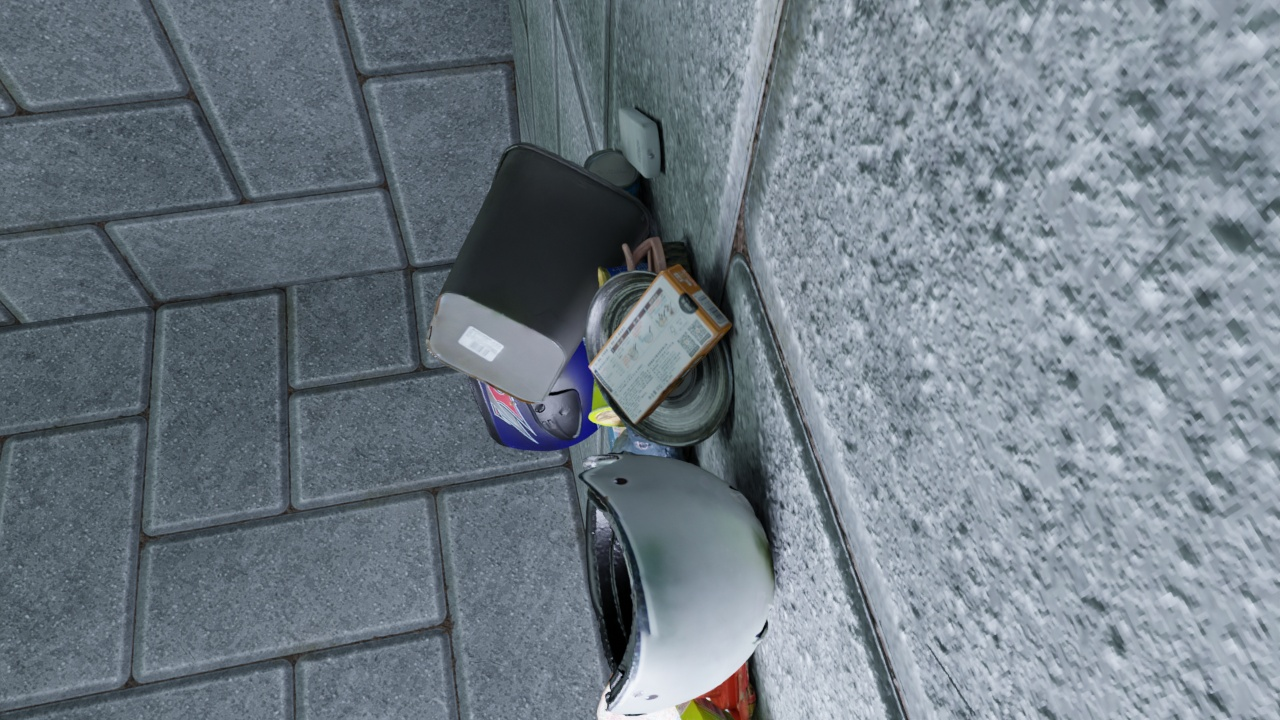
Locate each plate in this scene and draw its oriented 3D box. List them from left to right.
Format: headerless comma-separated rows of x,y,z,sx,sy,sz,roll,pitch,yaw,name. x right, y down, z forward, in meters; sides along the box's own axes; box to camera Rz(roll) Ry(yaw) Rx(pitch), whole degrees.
0.018,-0.002,0.877,0.180,0.024,0.180,18,120,35,plate

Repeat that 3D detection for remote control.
-0.001,-0.244,1.015,0.150,0.021,0.058,-117,20,-65,remote control

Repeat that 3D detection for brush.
0.018,-0.051,0.921,0.063,0.073,0.146,-116,19,-70,brush

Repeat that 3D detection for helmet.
-0.157,0.000,1.526,0.247,0.240,0.316,-108,2,-52,helmet
0.032,0.186,0.804,0.274,0.157,0.230,104,159,-76,helmet

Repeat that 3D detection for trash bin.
-0.128,-0.092,1.064,0.219,0.198,0.200,-66,5,-33,trash bin

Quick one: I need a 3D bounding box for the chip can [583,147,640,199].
-0.037,-0.166,1.166,0.211,0.071,0.071,94,164,-55,chip can

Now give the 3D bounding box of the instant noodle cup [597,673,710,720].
0.018,0.459,1.247,0.111,0.151,0.151,-98,-1,-85,instant noodle cup

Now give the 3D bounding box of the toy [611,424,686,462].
0.014,0.155,1.094,0.137,0.091,0.357,-110,9,-48,toy

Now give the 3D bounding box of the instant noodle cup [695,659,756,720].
0.060,0.275,0.975,0.164,0.079,0.189,-154,59,-75,instant noodle cup

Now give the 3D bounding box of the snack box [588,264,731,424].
0.014,-0.012,0.840,0.075,0.026,0.154,51,134,11,snack box

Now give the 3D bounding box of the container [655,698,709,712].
0.048,0.374,1.132,0.111,0.090,0.090,103,157,-62,container

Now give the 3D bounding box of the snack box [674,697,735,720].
0.088,0.388,0.917,0.026,0.086,0.156,-56,11,-2,snack box

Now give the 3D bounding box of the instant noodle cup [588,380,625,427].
-0.006,0.006,1.073,0.112,0.111,0.123,109,160,-72,instant noodle cup

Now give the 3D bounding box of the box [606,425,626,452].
-0.018,0.096,1.356,0.089,0.061,0.184,-125,28,-72,box

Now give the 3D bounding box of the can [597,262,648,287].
0.003,-0.054,0.980,0.057,0.083,0.102,-120,22,-69,can
